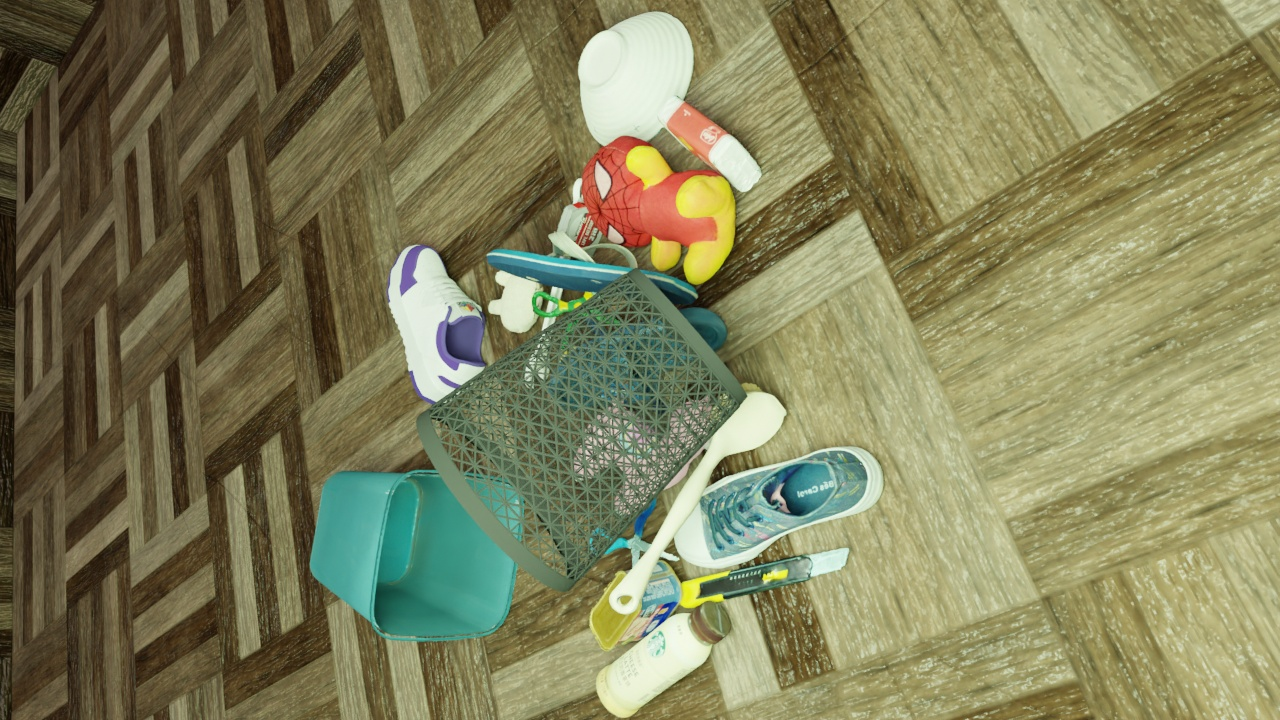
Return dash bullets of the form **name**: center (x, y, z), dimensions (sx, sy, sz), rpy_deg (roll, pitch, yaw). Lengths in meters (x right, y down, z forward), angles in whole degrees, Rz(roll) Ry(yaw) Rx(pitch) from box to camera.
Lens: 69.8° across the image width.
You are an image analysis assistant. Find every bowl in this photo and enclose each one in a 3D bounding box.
- **bowl**: center (-0.026, -0.354, 1.122), dimensions (0.178, 0.070, 0.177), rpy_deg (-10, 74, 39)

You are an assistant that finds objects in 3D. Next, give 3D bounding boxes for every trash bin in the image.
- **trash bin**: center (-0.044, 0.053, 0.866), dimensions (0.243, 0.217, 0.217), rpy_deg (-41, 55, 1)
- **trash bin**: center (-0.296, 0.229, 1.163), dimensions (0.219, 0.196, 0.199), rpy_deg (2, 81, 47)

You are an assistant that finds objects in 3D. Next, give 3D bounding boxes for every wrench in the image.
- **wrench**: center (-0.103, -0.097, 1.154), dimensions (0.009, 0.047, 0.273), rpy_deg (12, 87, 23)

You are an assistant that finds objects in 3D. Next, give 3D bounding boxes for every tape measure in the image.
- **tape measure**: center (-0.073, -0.163, 1.129), dimensions (0.020, 0.062, 0.060), rpy_deg (36, 108, 39)

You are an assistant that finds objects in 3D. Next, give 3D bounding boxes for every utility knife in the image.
- **utility knife**: center (0.120, 0.216, 0.914), dimensions (0.204, 0.020, 0.028), rpy_deg (-24, 68, 34)

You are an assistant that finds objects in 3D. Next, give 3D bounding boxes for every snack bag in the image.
- **snack bag**: center (0.075, -0.238, 1.005), dimensions (0.036, 0.077, 0.116), rpy_deg (-48, 54, 8)

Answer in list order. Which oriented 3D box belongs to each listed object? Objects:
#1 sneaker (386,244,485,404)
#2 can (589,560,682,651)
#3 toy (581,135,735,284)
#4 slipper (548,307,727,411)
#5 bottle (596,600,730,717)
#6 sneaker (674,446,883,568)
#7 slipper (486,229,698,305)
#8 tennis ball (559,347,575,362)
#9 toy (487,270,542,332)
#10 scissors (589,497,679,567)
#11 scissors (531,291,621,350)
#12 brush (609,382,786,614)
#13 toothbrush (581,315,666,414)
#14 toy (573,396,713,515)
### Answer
- **sneaker**: center (-0.271, -0.068, 1.263), dimensions (0.111, 0.091, 0.244), rpy_deg (-29, 68, 32)
- **can**: center (-0.006, 0.260, 0.971), dimensions (0.054, 0.058, 0.100), rpy_deg (54, 129, 33)
- **toy**: center (0.016, -0.178, 1.029), dimensions (0.216, 0.098, 0.148), rpy_deg (33, 135, 41)
- **slipper**: center (-0.006, 0.006, 0.992), dimensions (0.214, 0.104, 0.059), rpy_deg (-25, 54, 18)
- **bottle**: center (0.024, 0.307, 0.951), dimensions (0.162, 0.056, 0.056), rpy_deg (-44, 56, 25)
- **sneaker**: center (0.115, 0.139, 0.893), dimensions (0.236, 0.079, 0.087), rpy_deg (-28, 64, 33)
- **slipper**: center (-0.062, -0.111, 1.021), dimensions (0.295, 0.118, 0.060), rpy_deg (12, 89, 38)
- **tennis ball**: center (-0.068, 0.015, 1.084), dimensions (0.065, 0.065, 0.065), rpy_deg (-10, 75, 39)
- **toy**: center (-0.152, -0.079, 1.186), dimensions (0.112, 0.050, 0.087), rpy_deg (9, 85, 37)
- **scissors**: center (-0.007, 0.197, 1.029), dimensions (0.127, 0.014, 0.133), rpy_deg (16, 91, 40)
- **scissors**: center (-0.073, -0.067, 1.107), dimensions (0.126, 0.011, 0.131), rpy_deg (22, 68, 24)
- **brush**: center (0.052, 0.127, 0.877), dimensions (0.271, 0.062, 0.077), rpy_deg (-52, 12, -26)
- **toothbrush**: center (-0.025, -0.003, 1.083), dimensions (0.016, 0.017, 0.190), rpy_deg (-50, 54, 15)
- **toy**: center (0.009, 0.089, 0.984), dimensions (0.123, 0.067, 0.158), rpy_deg (41, 104, 6)
